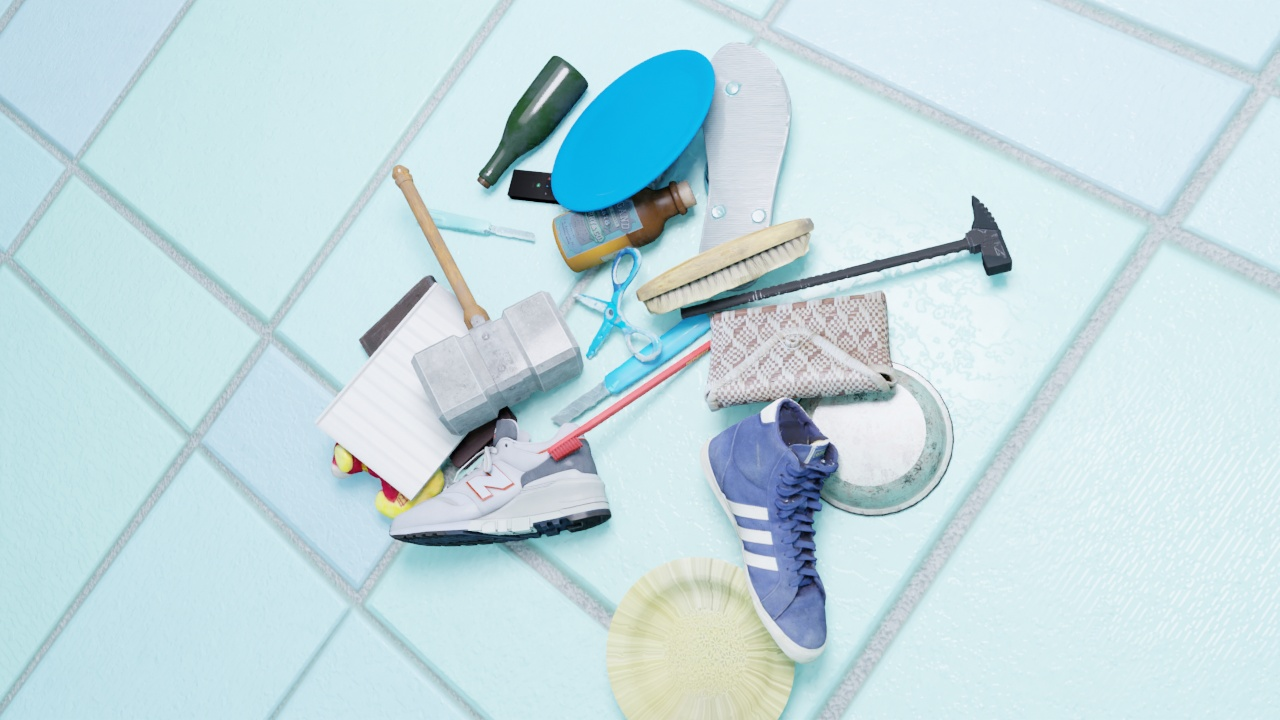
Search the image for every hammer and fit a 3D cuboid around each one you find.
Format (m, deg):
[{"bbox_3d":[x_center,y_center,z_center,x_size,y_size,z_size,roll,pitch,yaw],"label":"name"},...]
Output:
[{"bbox_3d":[0.197,-0.091,0.934,0.325,0.015,0.094,-13,53,12],"label":"hammer"},{"bbox_3d":[-0.207,-0.093,1.020,0.162,0.083,0.317,-28,73,-8],"label":"hammer"}]

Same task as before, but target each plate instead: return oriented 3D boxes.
[{"bbox_3d":[-0.007,-0.250,1.018,0.225,0.024,0.223,-25,45,28],"label":"plate"},{"bbox_3d":[0.060,0.287,0.896,0.184,0.036,0.184,-4,75,16],"label":"plate"}]

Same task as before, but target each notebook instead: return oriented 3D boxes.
[{"bbox_3d":[-0.242,0.031,1.029,0.142,0.009,0.209,36,77,10],"label":"notebook"}]

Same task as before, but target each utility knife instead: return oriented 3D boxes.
[{"bbox_3d":[-0.198,-0.162,1.101,0.166,0.015,0.022,13,82,22],"label":"utility knife"},{"bbox_3d":[-0.006,0.006,0.999,0.222,0.015,0.031,-34,65,4],"label":"utility knife"}]

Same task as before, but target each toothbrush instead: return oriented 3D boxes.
[{"bbox_3d":[-0.005,0.042,0.959,0.212,0.012,0.018,-34,68,-11],"label":"toothbrush"}]

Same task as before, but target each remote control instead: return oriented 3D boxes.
[{"bbox_3d":[-0.085,-0.200,1.076,0.150,0.013,0.034,10,80,20],"label":"remote control"}]

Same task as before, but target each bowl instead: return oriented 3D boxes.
[{"bbox_3d":[0.223,0.071,0.896,0.158,0.038,0.157,-4,75,17],"label":"bowl"}]

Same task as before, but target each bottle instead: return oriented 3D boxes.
[{"bbox_3d":[-0.015,-0.156,1.013,0.157,0.068,0.067,-21,71,12],"label":"bottle"},{"bbox_3d":[-0.135,-0.277,1.090,0.055,0.055,0.174,39,92,22],"label":"bottle"}]

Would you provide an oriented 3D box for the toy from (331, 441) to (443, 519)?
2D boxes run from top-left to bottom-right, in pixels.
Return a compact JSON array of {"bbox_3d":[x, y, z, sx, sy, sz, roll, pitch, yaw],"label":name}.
[{"bbox_3d":[-0.285,0.117,1.038,0.137,0.067,0.105,24,85,14],"label":"toy"}]

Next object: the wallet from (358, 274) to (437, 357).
[{"bbox_3d":[-0.268,-0.029,1.085,0.120,0.031,0.099,-41,65,6],"label":"wallet"}]

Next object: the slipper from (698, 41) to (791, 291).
[{"bbox_3d":[0.115,-0.208,1.001,0.098,0.054,0.268,2,88,16],"label":"slipper"}]

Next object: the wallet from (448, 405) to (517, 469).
[{"bbox_3d":[-0.203,0.054,1.051,0.091,0.018,0.115,-42,66,5],"label":"wallet"}]

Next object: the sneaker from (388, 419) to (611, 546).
[{"bbox_3d":[-0.151,0.127,0.985,0.240,0.089,0.124,-6,70,7],"label":"sneaker"}]

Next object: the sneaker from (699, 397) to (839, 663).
[{"bbox_3d":[0.150,0.146,0.853,0.119,0.091,0.232,-44,55,35],"label":"sneaker"}]

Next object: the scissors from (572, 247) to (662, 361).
[{"bbox_3d":[-0.022,-0.057,1.000,0.134,0.011,0.140,27,105,34],"label":"scissors"}]

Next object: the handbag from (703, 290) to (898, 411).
[{"bbox_3d":[0.156,-0.012,0.910,0.186,0.047,0.123,-7,44,16],"label":"handbag"}]

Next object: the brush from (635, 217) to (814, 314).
[{"bbox_3d":[0.089,-0.097,0.949,0.195,0.059,0.043,-23,100,4],"label":"brush"}]
